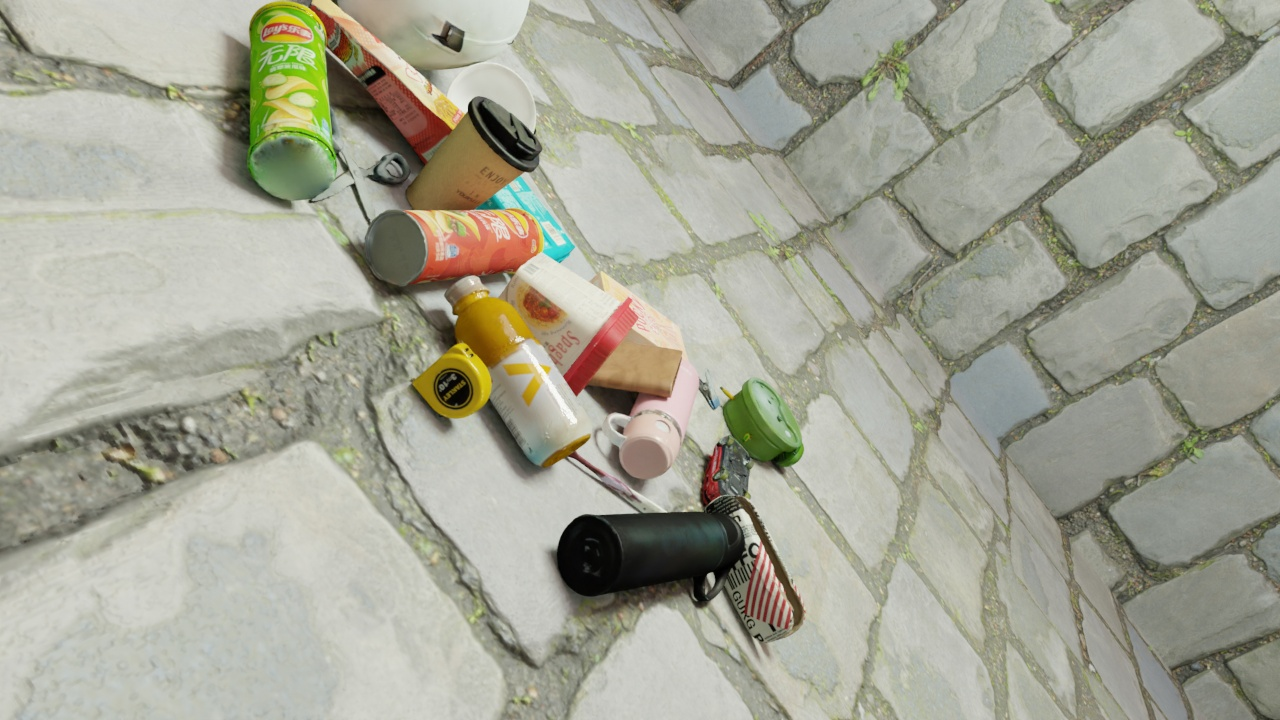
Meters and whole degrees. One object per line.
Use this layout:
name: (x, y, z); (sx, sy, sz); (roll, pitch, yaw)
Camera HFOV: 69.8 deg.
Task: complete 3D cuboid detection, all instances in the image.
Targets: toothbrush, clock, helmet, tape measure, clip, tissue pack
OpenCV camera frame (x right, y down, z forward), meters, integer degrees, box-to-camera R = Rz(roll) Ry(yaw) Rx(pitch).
toothbrush: (-0.023, 0.125, 0.929); (0.187, 0.016, 0.017); (39, 17, -27)
clock: (0.179, 0.090, 1.295); (0.161, 0.056, 0.116); (25, 36, -46)
helmet: (-0.240, -0.420, 1.087); (0.258, 0.229, 0.146); (-16, 108, -68)
tape measure: (-0.155, 0.019, 0.779); (0.057, 0.060, 0.028); (51, 19, -2)
clip: (0.095, 0.039, 1.259); (0.056, 0.027, 0.024); (64, 26, 1)
tissue pack: (-0.143, -0.157, 1.060); (0.133, 0.050, 0.093); (53, 25, 2)

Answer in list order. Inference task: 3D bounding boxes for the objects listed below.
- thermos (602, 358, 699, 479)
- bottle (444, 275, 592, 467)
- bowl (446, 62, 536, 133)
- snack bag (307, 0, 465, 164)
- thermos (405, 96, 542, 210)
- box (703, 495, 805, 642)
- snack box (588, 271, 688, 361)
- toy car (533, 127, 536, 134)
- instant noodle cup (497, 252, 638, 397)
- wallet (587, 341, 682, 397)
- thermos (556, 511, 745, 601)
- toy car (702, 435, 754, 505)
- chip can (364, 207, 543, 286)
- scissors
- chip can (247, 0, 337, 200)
thermos: (0.013, 0.058, 1.034); (0.087, 0.067, 0.198); (30, 27, -1)
bottle: (-0.118, 0.007, 0.853); (0.189, 0.068, 0.067); (56, 24, 9)
bowl: (-0.196, -0.304, 1.136); (0.118, 0.118, 0.065); (37, -11, -31)
snack bag: (-0.273, -0.298, 0.983); (0.208, 0.073, 0.129); (44, -11, -26)
thermos: (-0.174, -0.202, 0.950); (0.093, 0.143, 0.092); (41, 25, -24)
box: (0.123, 0.224, 0.997); (0.073, 0.076, 0.163); (8, 47, -52)
snack box: (-0.001, -0.045, 1.194); (0.157, 0.026, 0.084); (34, 29, -37)
toy car: (-0.191, -0.343, 1.255); (0.122, 0.037, 0.056); (47, 18, 20)
instant noodle cup: (-0.084, -0.038, 0.939); (0.124, 0.117, 0.116); (39, 24, -2)
wallet: (-0.006, 0.006, 1.049); (0.101, 0.020, 0.115); (9, 23, 7)
thermos: (0.023, 0.188, 0.865); (0.242, 0.069, 0.090); (13, 67, -56)
toy car: (0.103, 0.138, 1.102); (0.053, 0.045, 0.120); (48, 29, -15)
chip can: (-0.178, -0.117, 0.913); (0.073, 0.073, 0.216); (56, 24, 7)
scissors: (-0.281, -0.187, 0.897); (0.159, 0.014, 0.180); (50, 25, -7)
chip can: (-0.316, -0.237, 0.829); (0.072, 0.073, 0.221); (28, 33, -44)
